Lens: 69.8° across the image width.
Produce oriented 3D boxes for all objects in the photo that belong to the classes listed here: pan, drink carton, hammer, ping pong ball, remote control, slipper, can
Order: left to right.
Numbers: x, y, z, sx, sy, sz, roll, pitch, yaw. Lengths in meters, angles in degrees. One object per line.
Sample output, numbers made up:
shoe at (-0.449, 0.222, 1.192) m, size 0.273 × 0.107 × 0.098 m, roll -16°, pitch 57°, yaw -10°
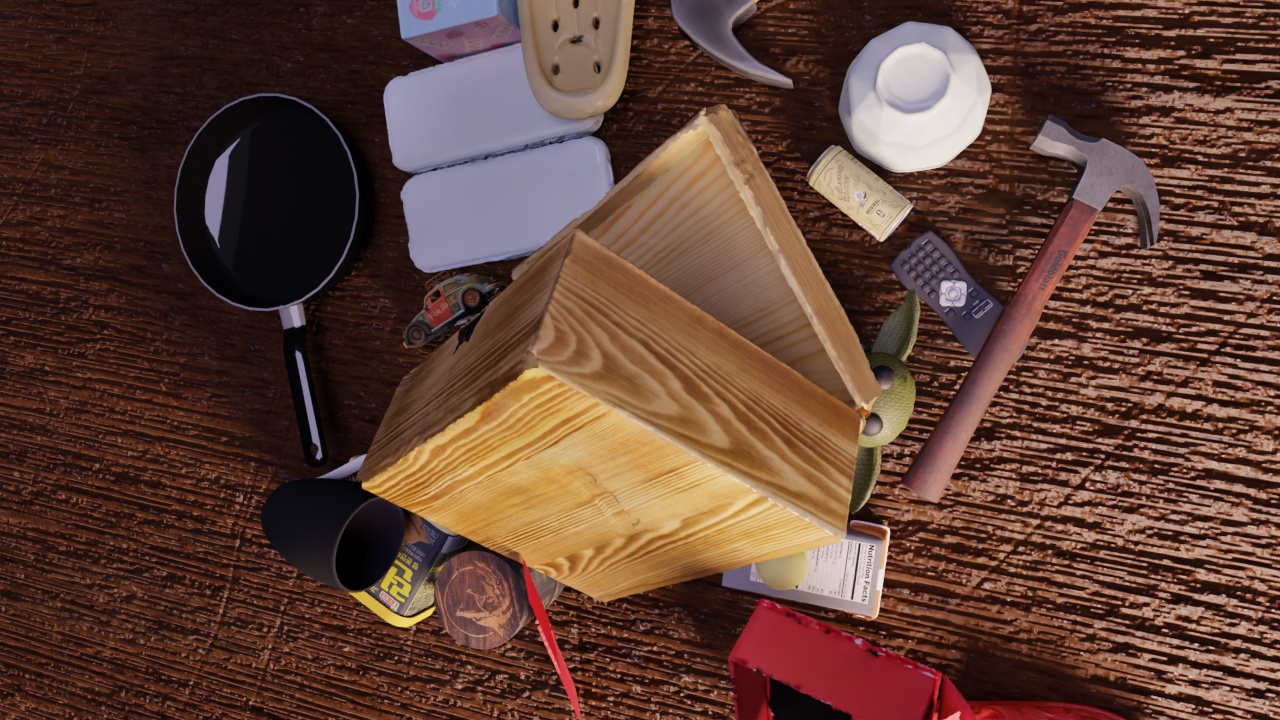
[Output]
pan at (-0.335, -0.075, 0.878) m, size 0.204 × 0.044 × 0.355 m, roll -13°, pitch 88°, yaw 16°
can at (-0.229, 0.160, 0.841) m, size 0.131 × 0.072 × 0.101 m, roll 32°, pitch 97°, yaw 13°
slipper at (-0.054, -0.334, 0.759) m, size 0.111 × 0.079 × 0.261 m, roll -2°, pitch 85°, yaw -3°
ping pong ball at (0.109, 0.157, 0.708) m, size 0.040 × 0.040 × 0.040 m, roll 0°, pitch 91°, yaw 16°
drink carton at (0.135, 0.161, 0.748) m, size 0.125 × 0.048 × 0.076 m, roll 8°, pitch 93°, yaw 15°
hammer at (0.166, -0.365, 0.738) m, size 0.325 × 0.034 × 0.170 m, roll -38°, pitch 83°, yaw 12°
can at (0.175, -0.135, 0.735) m, size 0.079 × 0.038 × 0.038 m, roll 42°, pitch 101°, yaw 11°
remote control at (0.255, -0.046, 0.729) m, size 0.046 × 0.009 × 0.124 m, roll -43°, pitch 80°, yaw 13°
slipper at (0.283, 0.316, 0.706) m, size 0.249 × 0.059 × 0.103 m, roll 2°, pitch 92°, yaw 17°
hammer at (0.287, -0.027, 0.702) m, size 0.111 × 0.028 × 0.301 m, roll 29°, pitch 95°, yaw 10°

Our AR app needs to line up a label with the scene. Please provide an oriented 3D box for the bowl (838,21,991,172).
bowl at (0.212, -0.210, 0.711) m, size 0.117 × 0.061 × 0.117 m, roll 0°, pitch 91°, yaw 16°

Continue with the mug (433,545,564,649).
mug at (-0.133, 0.196, 0.795) m, size 0.116 × 0.107 × 0.080 m, roll -16°, pitch 87°, yaw 15°

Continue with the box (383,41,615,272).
box at (-0.128, -0.185, 0.824) m, size 0.209 × 0.037 × 0.190 m, roll -7°, pitch 87°, yaw 16°

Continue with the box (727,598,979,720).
box at (0.228, 0.353, 0.556) m, size 0.138 × 0.215 × 0.468 m, roll -34°, pitch 48°, yaw -24°

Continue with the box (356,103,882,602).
box at (0.005, 0.009, 0.673) m, size 0.269 × 0.263 × 0.280 m, roll 33°, pitch 143°, yaw -21°

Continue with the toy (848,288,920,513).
toy at (0.139, 0.019, 0.728) m, size 0.153 × 0.078 × 0.179 m, roll 15°, pitch 93°, yaw 14°

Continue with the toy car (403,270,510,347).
toy car at (-0.172, -0.054, 0.831) m, size 0.112 × 0.047 × 0.047 m, roll -32°, pitch 85°, yaw 14°

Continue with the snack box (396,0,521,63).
snack box at (-0.154, -0.324, 0.802) m, size 0.095 × 0.079 × 0.093 m, roll -7°, pitch 89°, yaw 18°

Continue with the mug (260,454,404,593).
mug at (-0.257, 0.126, 0.779) m, size 0.100 × 0.085 × 0.118 m, roll 14°, pitch 60°, yaw 26°
